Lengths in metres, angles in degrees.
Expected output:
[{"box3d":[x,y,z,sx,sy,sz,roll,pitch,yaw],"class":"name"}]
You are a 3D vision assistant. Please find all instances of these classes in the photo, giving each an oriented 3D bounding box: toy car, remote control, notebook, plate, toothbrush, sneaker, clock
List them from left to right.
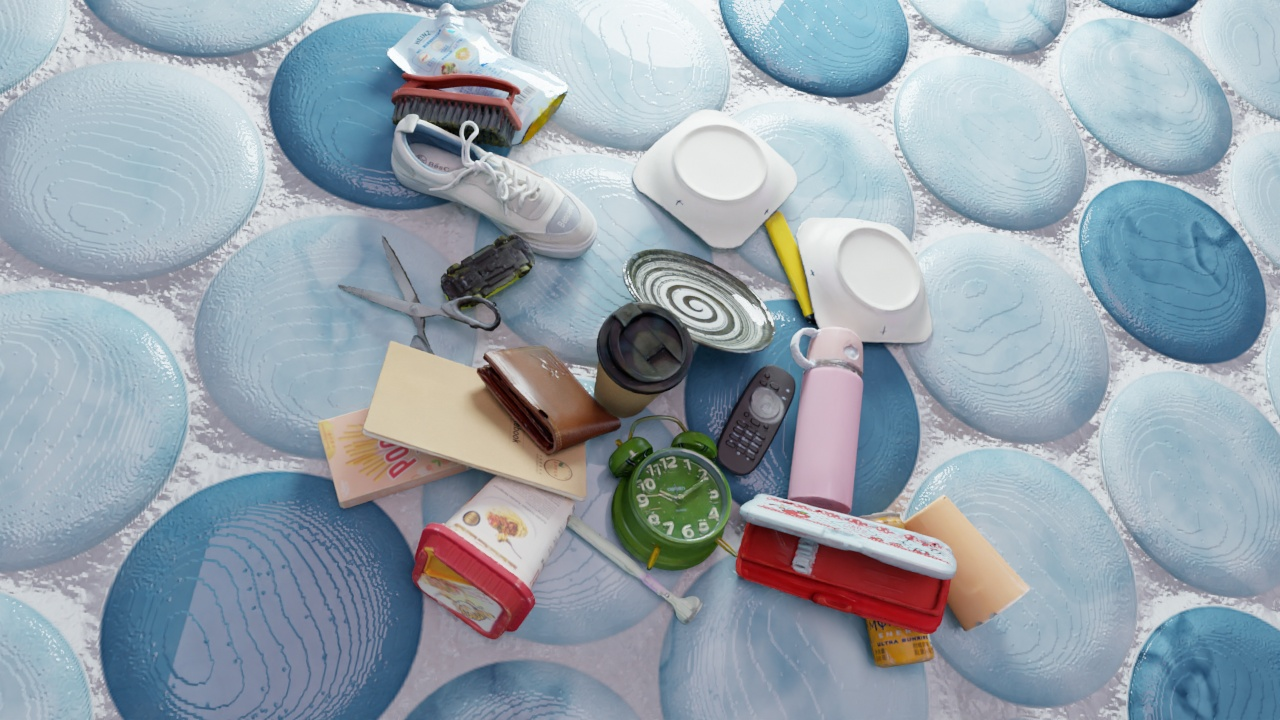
[{"box3d":[-0.148,0.054,0.868,0.207,0.008,0.147,20,30,-16],"class":"notebook"},{"box3d":[-0.161,-0.092,0.974,0.105,0.032,0.048,-34,81,-15],"class":"toy car"},{"box3d":[-0.154,-0.194,0.988,0.242,0.091,0.089,24,66,-3],"class":"sneaker"},{"box3d":[-0.023,0.191,0.899,0.189,0.020,0.029,36,98,5],"class":"toothbrush"},{"box3d":[0.030,0.127,0.909,0.116,0.056,0.161,-4,61,-20],"class":"clock"},{"box3d":[0.060,-0.060,0.984,0.179,0.024,0.179,20,33,-14],"class":"plate"},{"box3d":[0.091,-0.224,1.077,0.164,0.034,0.163,39,67,12],"class":"plate"},{"box3d":[0.122,0.064,0.979,0.053,0.024,0.136,31,64,3],"class":"remote control"},{"box3d":[0.268,-0.099,1.064,0.164,0.034,0.163,0,68,-21],"class":"plate"}]

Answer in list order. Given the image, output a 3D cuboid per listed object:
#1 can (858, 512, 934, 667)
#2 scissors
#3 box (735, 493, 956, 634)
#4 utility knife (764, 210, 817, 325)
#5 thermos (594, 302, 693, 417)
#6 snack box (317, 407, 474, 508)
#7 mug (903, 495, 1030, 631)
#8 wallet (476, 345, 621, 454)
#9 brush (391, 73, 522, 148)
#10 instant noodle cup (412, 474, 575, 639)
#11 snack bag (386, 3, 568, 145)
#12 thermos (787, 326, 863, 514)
[{"box3d":[0.249,0.230,0.921,0.058,0.058,0.146,-3,69,-14],"class":"can"},{"box3d":[-0.226,-0.052,0.940,0.159,0.014,0.181,-14,80,0],"class":"scissors"},{"box3d":[0.190,0.184,0.864,0.202,0.100,0.095,14,74,18],"class":"box"},{"box3d":[0.171,-0.138,1.078,0.033,0.015,0.223,-13,71,-21],"class":"utility knife"},{"box3d":[-0.005,0.005,0.909,0.093,0.143,0.093,4,68,-11],"class":"thermos"},{"box3d":[-0.225,0.079,0.895,0.157,0.026,0.084,-16,72,-19],"class":"snack box"},{"box3d":[0.326,0.205,0.943,0.078,0.078,0.122,-28,71,-22],"class":"mug"},{"box3d":[-0.089,0.035,0.906,0.124,0.032,0.101,45,29,20],"class":"wallet"},{"box3d":[-0.207,-0.284,1.018,0.146,0.063,0.069,10,81,10],"class":"brush"},{"box3d":[-0.129,0.168,0.839,0.116,0.117,0.123,35,53,3],"class":"instant noodle cup"},{"box3d":[-0.188,-0.335,1.067,0.191,0.039,0.110,35,77,3],"class":"snack bag"},{"box3d":[0.191,0.059,0.971,0.087,0.067,0.198,20,66,-20],"class":"thermos"}]
